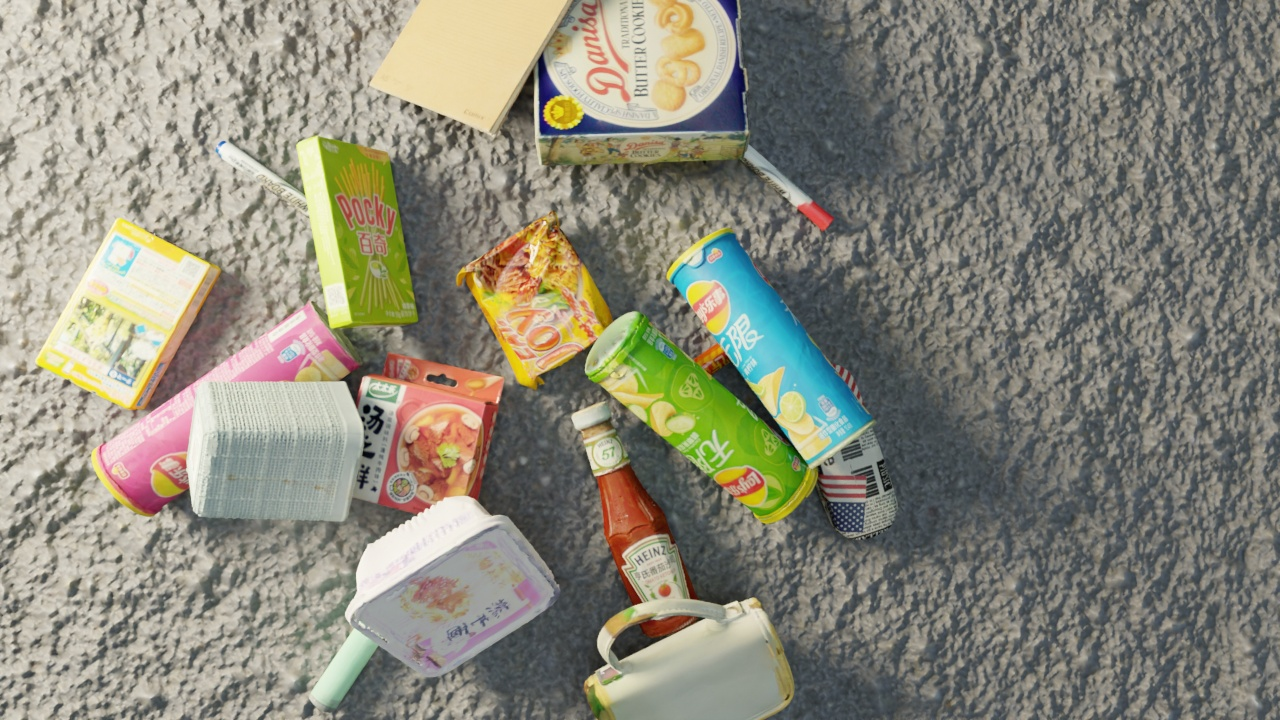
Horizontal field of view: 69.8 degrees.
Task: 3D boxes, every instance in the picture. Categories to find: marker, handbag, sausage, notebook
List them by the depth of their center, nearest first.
[{"bbox_3d":[0.033,0.247,0.759,0.163,0.063,0.179,-24,127,-7],"label":"handbag"},{"bbox_3d":[-0.132,-0.307,0.801,0.149,0.012,0.211,26,84,26],"label":"notebook"},{"bbox_3d":[-0.307,-0.145,0.803,0.146,0.017,0.017,35,83,-4],"label":"marker"},{"bbox_3d":[0.068,-0.002,0.836,0.165,0.021,0.021,-35,91,-7],"label":"sausage"},{"bbox_3d":[0.121,-0.173,0.854,0.145,0.017,0.017,40,83,-3],"label":"marker"}]

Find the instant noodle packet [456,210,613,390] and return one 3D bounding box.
[{"bbox_3d":[-0.088,-0.052,0.811,0.110,0.044,0.128,-32,91,-3],"label":"instant noodle packet"}]

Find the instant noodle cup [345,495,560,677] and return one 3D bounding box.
[{"bbox_3d":[-0.152,0.176,0.741,0.138,0.173,0.060,-31,56,-8],"label":"instant noodle cup"}]

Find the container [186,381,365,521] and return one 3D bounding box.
[{"bbox_3d":[-0.284,0.068,0.710,0.111,0.090,0.090,5,115,-32],"label":"container"}]

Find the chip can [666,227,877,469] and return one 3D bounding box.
[{"bbox_3d":[0.111,-0.011,0.789,0.071,0.071,0.210,-35,80,-7],"label":"chip can"}]

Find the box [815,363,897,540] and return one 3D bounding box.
[{"bbox_3d":[0.182,0.082,0.839,0.072,0.059,0.164,-18,88,12],"label":"box"}]

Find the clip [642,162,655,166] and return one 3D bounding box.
[{"bbox_3d":[0.034,-0.209,0.839,0.102,0.035,0.094,-2,83,-14],"label":"clip"}]

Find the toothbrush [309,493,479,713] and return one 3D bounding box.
[{"bbox_3d":[-0.210,0.200,0.791,0.027,0.026,0.224,33,83,4],"label":"toothbrush"}]

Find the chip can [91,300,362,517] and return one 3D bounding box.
[{"bbox_3d":[-0.338,0.039,0.762,0.210,0.071,0.071,-36,91,-8],"label":"chip can"}]

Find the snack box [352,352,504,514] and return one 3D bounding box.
[{"bbox_3d":[-0.186,0.063,0.779,0.113,0.044,0.127,11,86,9],"label":"snack box"}]

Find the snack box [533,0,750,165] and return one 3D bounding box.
[{"bbox_3d":[-0.002,-0.261,0.801,0.182,0.046,0.177,-2,71,-2],"label":"snack box"}]

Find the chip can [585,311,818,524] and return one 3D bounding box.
[{"bbox_3d":[0.051,0.049,0.788,0.221,0.072,0.072,40,83,-13],"label":"chip can"}]

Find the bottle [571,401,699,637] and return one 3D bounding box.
[{"bbox_3d":[-0.008,0.136,0.801,0.059,0.060,0.206,-21,90,-8],"label":"bottle"}]

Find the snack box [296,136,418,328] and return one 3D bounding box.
[{"bbox_3d":[-0.238,-0.106,0.776,0.026,0.085,0.156,-12,87,25],"label":"snack box"}]

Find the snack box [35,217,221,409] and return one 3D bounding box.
[{"bbox_3d":[-0.431,-0.039,0.776,0.087,0.034,0.140,27,83,-5],"label":"snack box"}]

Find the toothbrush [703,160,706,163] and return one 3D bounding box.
[{"bbox_3d":[0.065,-0.262,0.835,0.017,0.014,0.188,6,72,4],"label":"toothbrush"}]
